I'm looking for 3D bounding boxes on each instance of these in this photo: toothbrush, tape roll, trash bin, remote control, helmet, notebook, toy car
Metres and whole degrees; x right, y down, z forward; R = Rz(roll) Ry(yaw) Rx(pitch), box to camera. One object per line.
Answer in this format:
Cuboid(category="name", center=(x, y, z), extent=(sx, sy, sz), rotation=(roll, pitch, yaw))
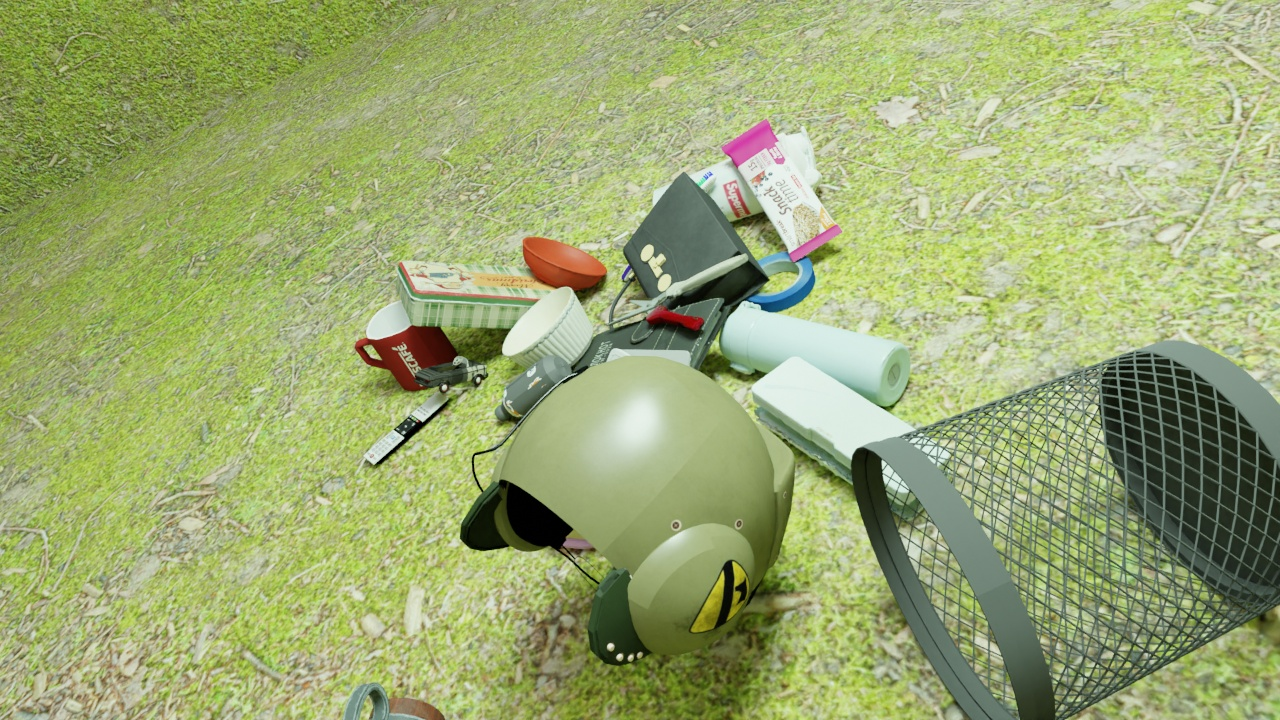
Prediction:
Cuboid(category="toothbrush", center=(0.035, -0.177, 1.217), extent=(0.187, 0.015, 0.016), rotation=(-47, 59, 17))
Cuboid(category="tape roll", center=(0.165, -0.095, 1.110), extent=(0.091, 0.016, 0.092), rotation=(-16, 39, 13))
Cuboid(category="trash bin", center=(0.301, 0.116, 0.637), extent=(0.227, 0.218, 0.217), rotation=(-23, 38, -3))
Cuboid(category="remote control", center=(-0.295, 0.087, 1.164), extent=(0.124, 0.012, 0.028), rotation=(-44, 41, -21))
Cuboid(category="helmet", center=(0.007, 0.121, 0.738), extent=(0.232, 0.256, 0.250), rotation=(-46, 43, -19))
Cuboid(category="notebook", center=(-0.006, 0.006, 1.035), extent=(0.210, 0.029, 0.169), rotation=(-13, 38, 41))
Cuboid(category="toy car", center=(-0.242, 0.016, 1.175), extent=(0.092, 0.037, 0.040), rotation=(-14, 22, -43))

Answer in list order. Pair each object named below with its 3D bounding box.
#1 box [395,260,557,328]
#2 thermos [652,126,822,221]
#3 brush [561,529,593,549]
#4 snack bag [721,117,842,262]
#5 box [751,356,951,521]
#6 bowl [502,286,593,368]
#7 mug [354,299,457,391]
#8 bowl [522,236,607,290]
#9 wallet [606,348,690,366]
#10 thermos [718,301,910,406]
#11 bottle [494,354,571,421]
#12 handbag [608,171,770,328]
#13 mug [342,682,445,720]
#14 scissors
Cuboid(category="box", center=(-0.210, -0.087, 1.202), extent=(0.205, 0.050, 0.117), rotation=(3, 29, -26))
Cuboid(category="thermos", center=(0.131, -0.230, 1.236), extent=(0.221, 0.099, 0.099), rotation=(-18, 38, 20))
Cuboid(category="brush", center=(0.009, 0.133, 0.913), extent=(0.229, 0.043, 0.089), rotation=(-11, 40, 19))
Cuboid(category="snack bag", center=(0.173, -0.215, 1.144), extent=(0.070, 0.016, 0.196), rotation=(-32, 65, 11))
Cuboid(category="box", center=(0.194, 0.065, 0.862), extent=(0.199, 0.067, 0.083), rotation=(35, 88, 41))
Cuboid(category="bowl", center=(-0.108, -0.029, 1.132), extent=(0.115, 0.062, 0.115), rotation=(-36, 25, 19))
Cuboid(category="mug", center=(-0.319, -0.017, 1.229), extent=(0.116, 0.097, 0.080), rotation=(-15, 39, 14))
Cuboid(category="bowl", center=(-0.108, -0.128, 1.250), extent=(0.122, 0.121, 0.035), rotation=(48, 122, 51))
Cuboid(category="wallet", center=(0.006, 0.032, 0.913), extent=(0.118, 0.037, 0.115), rotation=(30, 105, 40))
Cuboid(category="thermos", center=(0.176, -0.008, 0.964), extent=(0.207, 0.065, 0.078), rotation=(17, 97, 41))
Cuboid(category="bottle", center=(-0.130, 0.037, 1.089), extent=(0.113, 0.047, 0.046), rotation=(-37, 32, 25))
Cuboid(category="handbag", center=(0.033, -0.105, 1.146), extent=(0.196, 0.072, 0.175), rotation=(-41, 45, 16))
Cuboid(category="mug", center=(-0.211, 0.334, 0.749), extent=(0.081, 0.117, 0.110), rotation=(-15, 36, 14))
Cuboid(category="scissors", center=(0.043, -0.071, 1.042), extent=(0.179, 0.015, 0.198), rotation=(-37, 24, 5))
